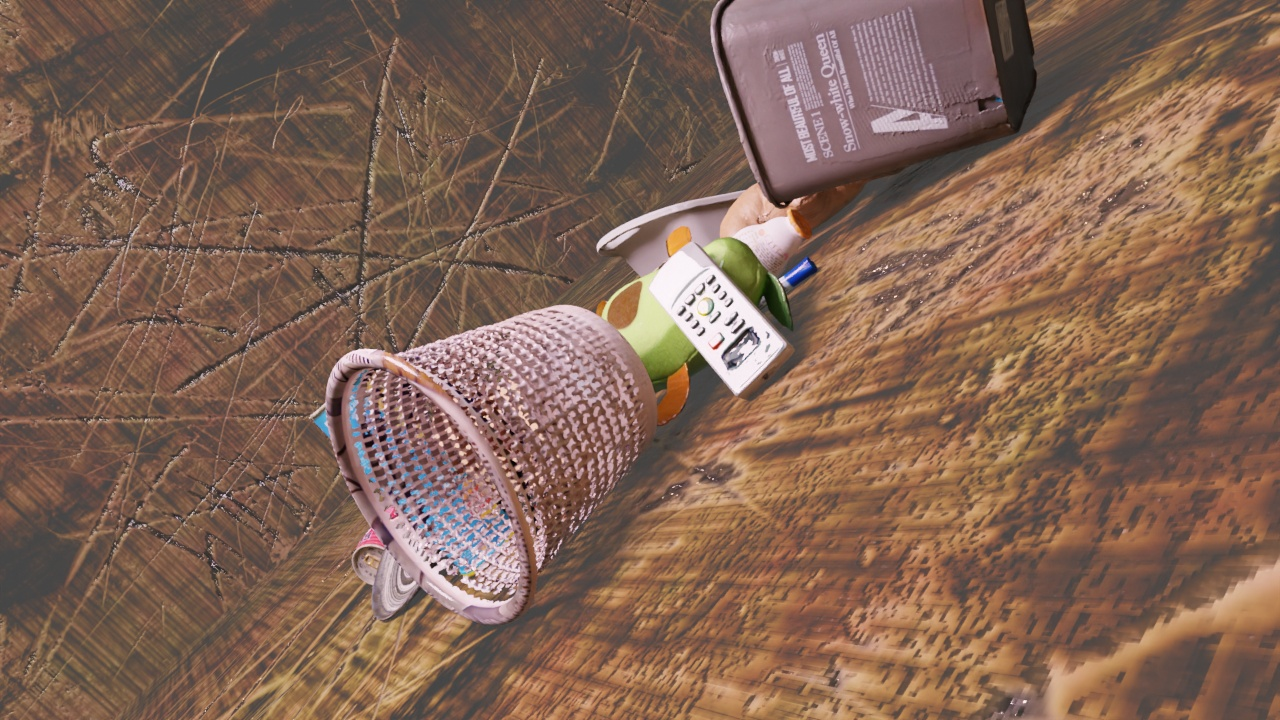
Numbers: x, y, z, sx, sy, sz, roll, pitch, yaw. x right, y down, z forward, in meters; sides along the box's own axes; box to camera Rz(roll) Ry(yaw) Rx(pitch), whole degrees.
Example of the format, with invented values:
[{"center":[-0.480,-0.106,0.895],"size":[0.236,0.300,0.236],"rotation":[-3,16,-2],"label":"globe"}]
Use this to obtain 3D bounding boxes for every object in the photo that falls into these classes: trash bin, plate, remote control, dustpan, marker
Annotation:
[{"center":[0.211,-0.265,0.806],"size":[0.220,0.199,0.198],"rotation":[-4,32,35],"label":"trash bin"},{"center":[-0.243,0.202,1.013],"size":[0.180,0.024,0.179],"rotation":[-44,30,33],"label":"plate"},{"center":[0.059,-0.034,0.714],"size":[0.056,0.135,0.019],"rotation":[-46,-34,14],"label":"remote control"},{"center":[-0.100,0.058,0.720],"size":[0.191,0.227,0.228],"rotation":[-34,2,-40],"label":"trash bin"},{"center":[0.071,-0.198,1.310],"size":[0.257,0.142,0.223],"rotation":[-49,12,-28],"label":"dustpan"},{"center":[0.107,-0.050,0.882],"size":[0.146,0.017,0.016],"rotation":[-37,11,25],"label":"marker"}]

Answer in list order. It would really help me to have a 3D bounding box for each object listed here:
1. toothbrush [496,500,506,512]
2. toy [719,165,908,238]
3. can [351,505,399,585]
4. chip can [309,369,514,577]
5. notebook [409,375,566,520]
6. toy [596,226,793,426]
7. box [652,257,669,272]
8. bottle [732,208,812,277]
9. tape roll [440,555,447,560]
[{"center":[-0.111,0.112,1.040],"size":[0.017,0.012,0.185],"rotation":[-25,19,45],"label":"toothbrush"},{"center":[0.186,-0.182,0.995],"size":[0.227,0.082,0.143],"rotation":[-29,17,37],"label":"toy"},{"center":[-0.308,0.228,1.134],"size":[0.067,0.066,0.093],"rotation":[-38,10,22],"label":"can"},{"center":[-0.210,0.106,0.863],"size":[0.071,0.210,0.071],"rotation":[-40,11,9],"label":"chip can"},{"center":[-0.145,0.081,0.952],"size":[0.212,0.012,0.149],"rotation":[-18,48,26],"label":"notebook"},{"center":[0.025,-0.033,0.828],"size":[0.248,0.090,0.226],"rotation":[-34,43,43],"label":"toy"},{"center":[0.011,-0.073,1.136],"size":[0.169,0.080,0.091],"rotation":[-38,1,23],"label":"box"},{"center":[0.123,-0.110,0.942],"size":[0.109,0.063,0.063],"rotation":[-36,11,31],"label":"bottle"},{"center":[-0.198,0.189,1.035],"size":[0.086,0.014,0.085],"rotation":[-40,9,8],"label":"tape roll"}]
